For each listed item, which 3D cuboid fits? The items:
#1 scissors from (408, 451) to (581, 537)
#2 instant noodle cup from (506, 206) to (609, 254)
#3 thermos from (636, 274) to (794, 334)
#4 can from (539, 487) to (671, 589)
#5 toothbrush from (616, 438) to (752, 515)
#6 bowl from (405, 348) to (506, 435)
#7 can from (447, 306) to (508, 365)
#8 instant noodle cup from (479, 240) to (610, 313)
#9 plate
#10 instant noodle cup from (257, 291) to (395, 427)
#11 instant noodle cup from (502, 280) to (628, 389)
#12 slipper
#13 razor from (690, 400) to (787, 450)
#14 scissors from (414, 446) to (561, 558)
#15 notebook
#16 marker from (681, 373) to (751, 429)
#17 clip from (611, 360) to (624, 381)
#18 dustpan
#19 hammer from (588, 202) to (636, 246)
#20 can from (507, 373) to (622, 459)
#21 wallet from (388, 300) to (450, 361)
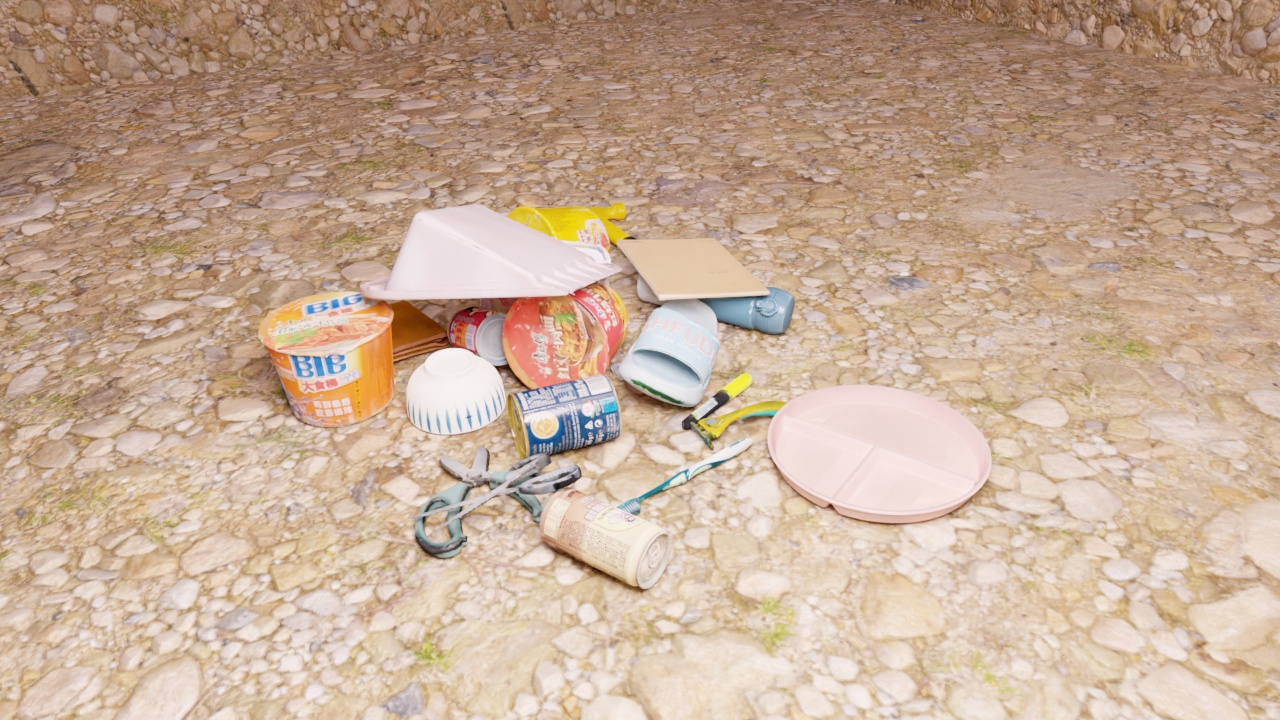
[{"bbox_3d":[-0.139,0.126,0.892,0.181,0.014,0.159,-14,11,11],"label":"scissors"},{"bbox_3d":[-0.119,-0.160,1.322,0.138,0.138,0.109,26,32,38],"label":"instant noodle cup"},{"bbox_3d":[0.103,-0.088,1.247,0.221,0.070,0.070,17,36,28],"label":"thermos"},{"bbox_3d":[-0.034,0.163,0.849,0.116,0.059,0.058,19,37,30],"label":"can"},{"bbox_3d":[0.049,0.122,0.954,0.191,0.016,0.018,-23,48,-31],"label":"toothbrush"},{"bbox_3d":[-0.218,0.028,1.072,0.116,0.066,0.116,-1,32,1],"label":"bowl"},{"bbox_3d":[-0.197,-0.032,1.154,0.066,0.066,0.094,-23,21,-30],"label":"can"},{"bbox_3d":[-0.122,-0.092,1.217,0.173,0.138,0.060,5,9,10],"label":"instant noodle cup"},{"bbox_3d":[0.250,0.096,0.975,0.229,0.028,0.229,-2,31,1],"label":"plate"},{"bbox_3d":[-0.358,0.001,1.079,0.151,0.112,0.151,-1,31,1],"label":"instant noodle cup"},{"bbox_3d":[-0.084,-0.034,1.116,0.138,0.138,0.108,10,25,18],"label":"instant noodle cup"},{"bbox_3d":[0.051,-0.025,1.116,0.104,0.074,0.244,28,32,-1],"label":"slipper"},{"bbox_3d":[0.123,0.065,1.037,0.132,0.028,0.043,-13,30,-22],"label":"razor"},{"bbox_3d":[-0.166,0.145,0.924,0.170,0.019,0.180,22,39,31],"label":"scissors"},{"bbox_3d":[0.066,-0.127,1.242,0.149,0.012,0.211,-4,27,-15],"label":"notebook"},{"bbox_3d":[0.090,0.049,1.075,0.018,0.015,0.123,23,42,36],"label":"marker"},{"bbox_3d":[-0.006,0.007,1.138,0.056,0.024,0.027,-17,31,-16],"label":"clip"},{"bbox_3d":[-0.184,-0.091,1.095,0.273,0.139,0.222,28,18,10],"label":"dustpan"},{"bbox_3d":[-0.020,-0.181,1.439,0.128,0.033,0.301,-18,35,-24],"label":"hammer"},{"bbox_3d":[-0.082,0.061,1.003,0.111,0.075,0.075,-12,33,-18],"label":"can"},{"bbox_3d":[-0.332,-0.038,1.215,0.118,0.035,0.131,-23,36,-31],"label":"wallet"}]
